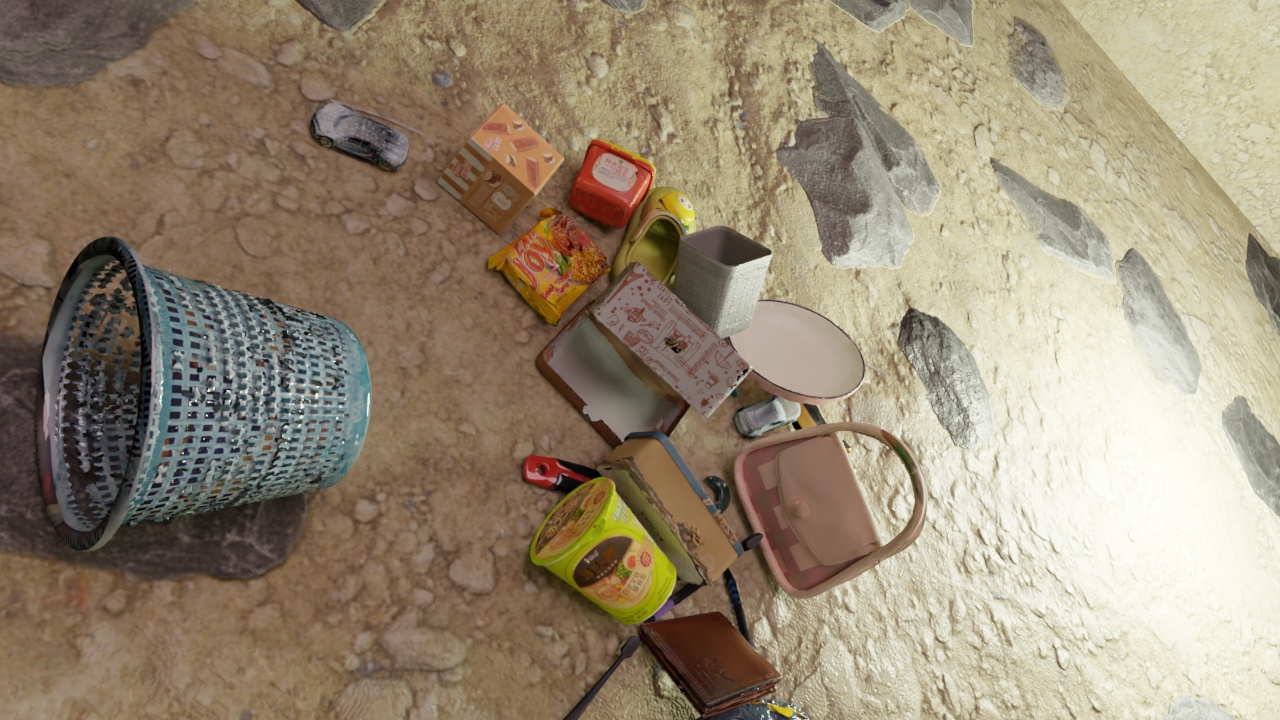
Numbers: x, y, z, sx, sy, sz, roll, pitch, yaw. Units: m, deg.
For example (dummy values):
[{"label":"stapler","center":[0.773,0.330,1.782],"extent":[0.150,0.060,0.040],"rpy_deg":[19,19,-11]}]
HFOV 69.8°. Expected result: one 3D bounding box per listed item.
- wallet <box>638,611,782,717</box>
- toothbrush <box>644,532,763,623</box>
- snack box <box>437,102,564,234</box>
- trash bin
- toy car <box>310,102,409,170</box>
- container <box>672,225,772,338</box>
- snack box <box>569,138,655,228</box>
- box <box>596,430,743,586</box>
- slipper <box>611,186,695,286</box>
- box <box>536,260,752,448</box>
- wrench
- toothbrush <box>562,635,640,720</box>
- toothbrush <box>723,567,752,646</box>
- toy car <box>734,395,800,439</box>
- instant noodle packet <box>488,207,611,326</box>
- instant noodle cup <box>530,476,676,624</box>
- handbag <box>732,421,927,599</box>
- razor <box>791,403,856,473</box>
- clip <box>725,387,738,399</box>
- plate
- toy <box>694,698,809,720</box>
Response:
[{"label":"wallet","center":[0.070,0.309,0.951],"extent":[0.101,0.032,0.124],"rpy_deg":[-3,28,-35]},{"label":"toothbrush","center":[0.075,0.242,1.026],"extent":[0.188,0.017,0.014],"rpy_deg":[-29,89,-33]},{"label":"snack box","center":[-0.159,-0.217,1.044],"extent":[0.094,0.093,0.076],"rpy_deg":[40,50,-13]},{"label":"trash bin","center":[-0.335,0.031,0.728],"extent":[0.194,0.227,0.226],"rpy_deg":[8,63,-48]},{"label":"toy car","center":[-0.302,-0.244,0.993],"extent":[0.105,0.031,0.048],"rpy_deg":[19,57,-28]},{"label":"container","center":[0.095,-0.093,1.144],"extent":[0.090,0.114,0.090],"rpy_deg":[-21,44,-39]},{"label":"snack box","center":[-0.038,-0.218,1.139],"extent":[0.091,0.082,0.080],"rpy_deg":[26,61,-1]},{"label":"box","center":[0.028,0.154,0.982],"extent":[0.061,0.090,0.184],"rpy_deg":[-38,104,-26]},{"label":"slipper","center":[0.030,-0.153,1.163],"extent":[0.091,0.082,0.190],"rpy_deg":[38,53,-19]},{"label":"box","center":[-0.008,0.008,1.045],"extent":[0.182,0.153,0.178],"rpy_deg":[43,89,-7]},{"label":"wrench","center":[-0.008,0.142,1.026],"extent":[0.273,0.016,0.056],"rpy_deg":[13,63,-31]},{"label":"toothbrush","center":[-0.057,0.336,0.896],"extent":[0.180,0.018,0.015],"rpy_deg":[-43,103,-39]},{"label":"toothbrush","center":[0.110,0.275,1.050],"extent":[0.014,0.016,0.189],"rpy_deg":[-5,72,-33]},{"label":"toy car","center":[0.164,0.068,1.170],"extent":[0.090,0.034,0.043],"rpy_deg":[-18,76,-21]},{"label":"instant noodle packet","center":[-0.104,-0.112,1.067],"extent":[0.111,0.044,0.128],"rpy_deg":[44,49,-5]},{"label":"instant noodle cup","center":[-0.029,0.199,0.929],"extent":[0.123,0.112,0.111],"rpy_deg":[47,48,-18]},{"label":"handbag","center":[0.228,0.156,1.049],"extent":[0.093,0.235,0.193],"rpy_deg":[-11,75,-41]},{"label":"razor","center":[0.221,0.091,1.206],"extent":[0.067,0.062,0.167],"rpy_deg":[-30,80,-11]},{"label":"clip","center":[0.105,0.023,1.173],"extent":[0.040,0.014,0.056],"rpy_deg":[-12,75,-40]},{"label":"plate","center":[0.198,-0.006,1.205],"extent":[0.192,0.039,0.192],"rpy_deg":[11,40,-10]},{"label":"toy","center":[0.115,0.416,0.933],"extent":[0.355,0.092,0.137],"rpy_deg":[9,74,-31]}]
